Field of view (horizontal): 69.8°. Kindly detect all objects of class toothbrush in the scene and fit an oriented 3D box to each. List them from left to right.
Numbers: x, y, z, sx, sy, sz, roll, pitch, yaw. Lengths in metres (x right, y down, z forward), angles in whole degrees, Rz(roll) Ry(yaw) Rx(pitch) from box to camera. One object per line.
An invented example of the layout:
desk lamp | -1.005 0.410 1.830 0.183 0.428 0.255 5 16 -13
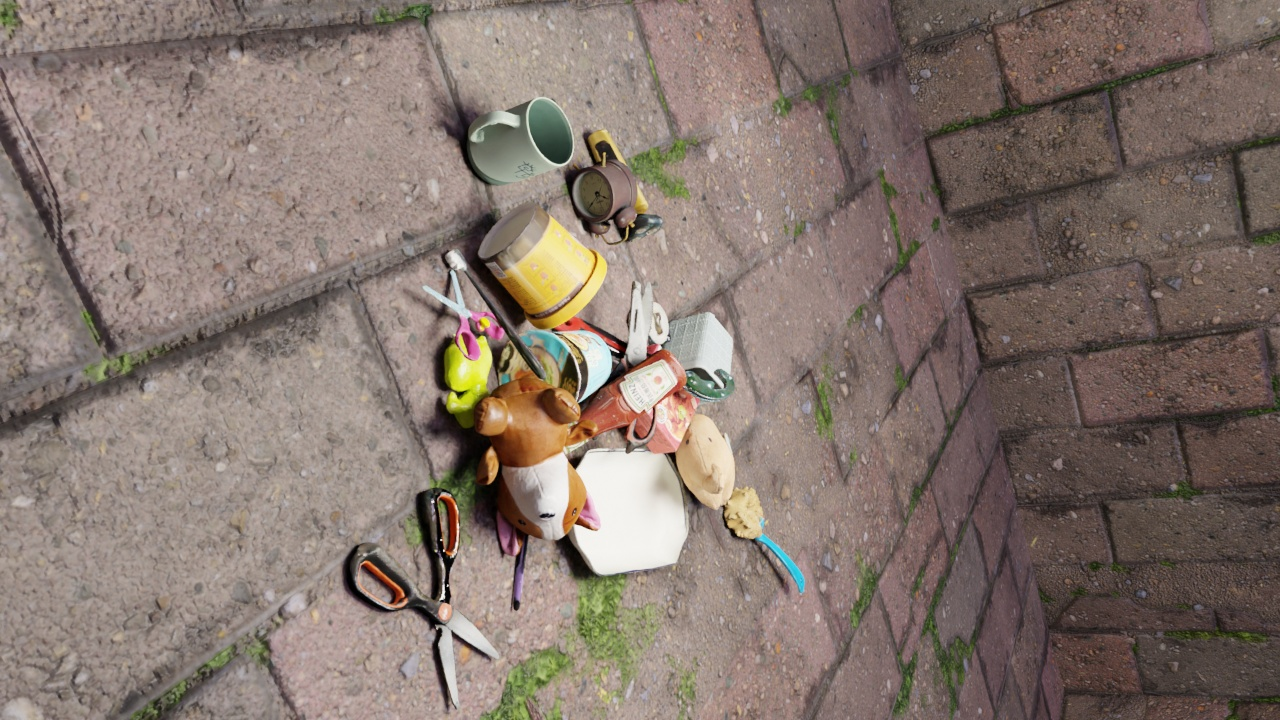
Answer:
toothbrush | -0.163 -0.051 1.041 0.181 0.016 0.018 53 29 -3
toothbrush | -0.134 0.196 1.075 0.016 0.014 0.188 41 49 -60

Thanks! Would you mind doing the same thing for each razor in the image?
razor | -0.027 -0.251 1.315 0.167 0.062 0.067 63 7 -16

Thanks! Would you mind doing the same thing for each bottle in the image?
bottle | -0.037 0.060 1.133 0.205 0.060 0.060 -34 114 -16

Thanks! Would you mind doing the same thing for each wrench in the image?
wrench | 0.007 -0.003 1.218 0.273 0.016 0.056 21 51 -19

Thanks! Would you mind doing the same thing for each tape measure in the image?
tape measure | 0.012 -0.051 1.336 0.065 0.034 0.066 -23 101 -57

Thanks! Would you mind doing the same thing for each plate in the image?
plate | -0.020 0.200 1.221 0.265 0.034 0.162 8 74 -55

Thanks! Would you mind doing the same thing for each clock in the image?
clock | -0.047 -0.217 1.249 0.055 0.082 0.122 -28 104 -50

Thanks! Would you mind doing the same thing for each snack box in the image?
snack box | 0.026 0.045 1.267 0.113 0.044 0.126 53 43 -26

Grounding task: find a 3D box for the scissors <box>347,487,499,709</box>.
scissors | -0.210 0.237 0.944 0.221 0.022 0.227 35 53 -46

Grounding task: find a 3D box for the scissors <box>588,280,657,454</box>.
scissors | -0.020 0.004 1.184 0.198 0.015 0.205 -32 91 -14

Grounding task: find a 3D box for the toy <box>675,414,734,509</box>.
toy | 0.091 0.141 1.307 0.143 0.082 0.226 65 5 9

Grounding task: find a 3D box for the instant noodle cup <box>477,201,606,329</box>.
instant noodle cup | -0.121 -0.116 1.090 0.114 0.119 0.118 45 47 -30

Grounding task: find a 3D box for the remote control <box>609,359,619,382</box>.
remote control | -0.042 0.021 1.246 0.124 0.024 0.049 21 65 -51

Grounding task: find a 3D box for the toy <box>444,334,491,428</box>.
toy | -0.191 0.019 1.020 0.096 0.031 0.100 -45 123 -55

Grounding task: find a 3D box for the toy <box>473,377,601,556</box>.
toy | -0.112 0.121 1.016 0.130 0.140 0.200 -116 -160 -64

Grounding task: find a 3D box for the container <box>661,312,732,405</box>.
container | 0.083 -0.004 1.383 0.090 0.090 0.111 46 42 -40

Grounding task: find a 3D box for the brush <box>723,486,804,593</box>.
brush | 0.213 0.302 1.520 0.255 0.046 0.083 52 39 -27

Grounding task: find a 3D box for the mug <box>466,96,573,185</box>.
mug | -0.154 -0.259 1.079 0.111 0.107 0.082 16 70 -54

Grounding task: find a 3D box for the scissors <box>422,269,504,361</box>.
scissors | -0.192 -0.048 1.012 0.133 0.017 0.134 36 30 -48

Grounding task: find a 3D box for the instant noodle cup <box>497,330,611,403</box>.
instant noodle cup | -0.095 0.009 1.109 0.120 0.111 0.111 -24 102 -63
